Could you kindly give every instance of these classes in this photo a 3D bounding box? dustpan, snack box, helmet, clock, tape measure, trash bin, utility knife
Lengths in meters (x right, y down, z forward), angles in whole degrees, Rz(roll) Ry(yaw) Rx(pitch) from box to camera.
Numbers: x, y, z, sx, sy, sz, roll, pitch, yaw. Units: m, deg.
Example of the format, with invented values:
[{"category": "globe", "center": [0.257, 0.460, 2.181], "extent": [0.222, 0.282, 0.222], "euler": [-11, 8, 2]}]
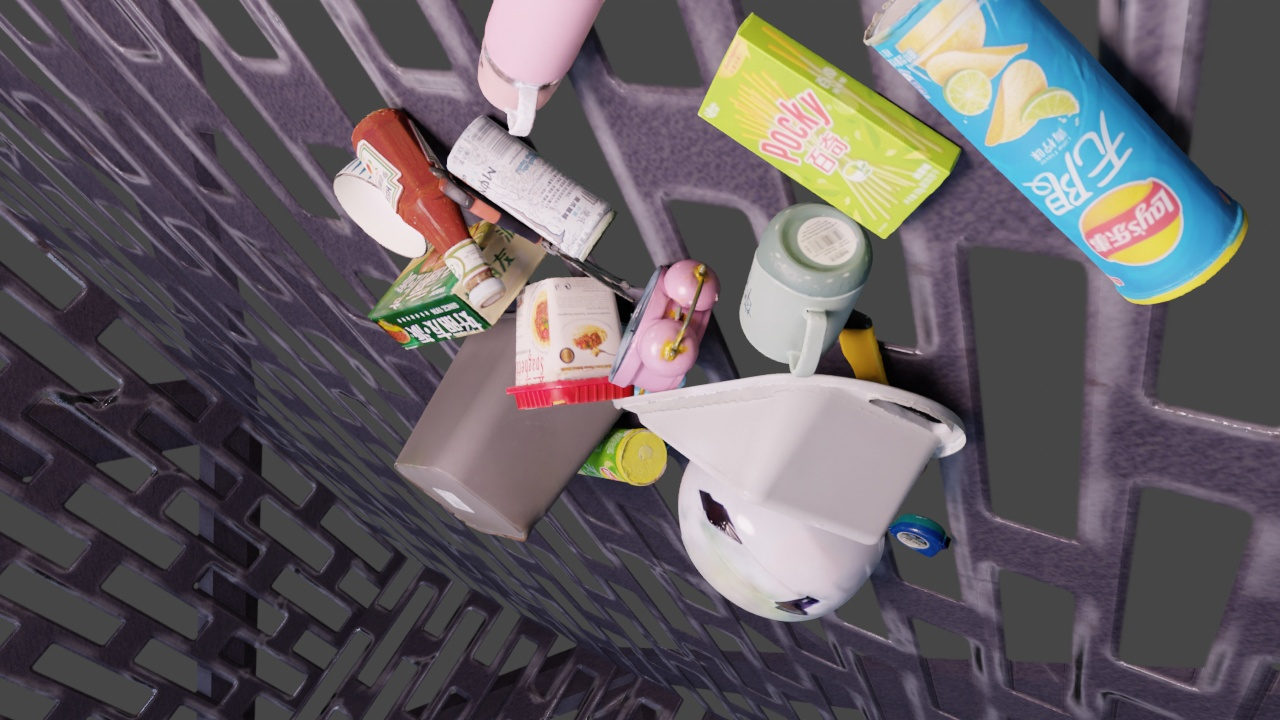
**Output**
[{"category": "dustpan", "center": [0.143, 0.056, 0.809], "extent": [0.222, 0.143, 0.258], "euler": [24, -173, -31]}, {"category": "snack box", "center": [0.118, -0.148, 0.594], "extent": [0.156, 0.026, 0.086], "euler": [34, 155, -1]}, {"category": "helmet", "center": [0.143, 0.218, 1.095], "extent": [0.258, 0.145, 0.230], "euler": [35, 155, -5]}, {"category": "snack box", "center": [-0.201, -0.082, 0.991], "extent": [0.063, 0.114, 0.241], "euler": [44, 154, -24]}, {"category": "clock", "center": [0.024, -0.029, 0.824], "extent": [0.060, 0.117, 0.159], "euler": [24, 158, -5]}, {"category": "tape measure", "center": [0.303, 0.186, 0.991], "extent": [0.058, 0.025, 0.055], "euler": [27, 153, 4]}, {"category": "trash bin", "center": [-0.165, 0.085, 1.134], "extent": [0.199, 0.219, 0.199], "euler": [45, 154, -28]}, {"category": "utility knife", "center": [0.209, 0.034, 0.815], "extent": [0.033, 0.015, 0.218], "euler": [8, 140, 36]}]

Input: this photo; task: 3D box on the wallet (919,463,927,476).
[{"category": "wallet", "center": [0.218, 0.099, 0.929], "extent": [0.101, 0.032, 0.125], "euler": [30, 156, -1]}]

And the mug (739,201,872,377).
[{"category": "mug", "center": [0.122, -0.047, 0.676], "extent": [0.082, 0.111, 0.106], "euler": [4, 151, -3]}]

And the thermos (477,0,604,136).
[{"category": "thermos", "center": [-0.061, -0.224, 0.599], "extent": [0.067, 0.087, 0.199], "euler": [5, 162, -21]}]

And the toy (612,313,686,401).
[{"category": "toy", "center": [-0.006, 0.006, 0.997], "extent": [0.161, 0.049, 0.156], "euler": [20, 148, 37]}]

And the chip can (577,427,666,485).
[{"category": "chip can", "center": [-0.053, 0.122, 1.222], "extent": [0.072, 0.072, 0.222], "euler": [44, 158, -24]}]

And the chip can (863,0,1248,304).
[{"category": "chip can", "center": [0.215, -0.121, 0.474], "extent": [0.210, 0.071, 0.071], "euler": [39, 155, -13]}]

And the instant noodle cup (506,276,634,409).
[{"category": "instant noodle cup", "center": [-0.072, -0.017, 0.924], "extent": [0.116, 0.124, 0.117], "euler": [-5, 177, -34]}]

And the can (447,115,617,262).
[{"category": "can", "center": [-0.095, -0.150, 0.805], "extent": [0.146, 0.058, 0.058], "euler": [35, 156, -4]}]

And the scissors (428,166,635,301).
[{"category": "scissors", "center": [-0.100, -0.123, 0.863], "extent": [0.213, 0.015, 0.197], "euler": [43, -165, 26]}]

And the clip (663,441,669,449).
[{"category": "clip", "center": [0.013, 0.105, 1.201], "extent": [0.034, 0.013, 0.055], "euler": [42, 154, -17]}]

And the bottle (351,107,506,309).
[{"category": "bottle", "center": [-0.194, -0.140, 0.858], "extent": [0.206, 0.059, 0.060], "euler": [56, 156, 6]}]

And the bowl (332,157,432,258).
[{"category": "bowl", "center": [-0.249, -0.169, 0.946], "extent": [0.116, 0.066, 0.117], "euler": [27, 154, 14]}]
